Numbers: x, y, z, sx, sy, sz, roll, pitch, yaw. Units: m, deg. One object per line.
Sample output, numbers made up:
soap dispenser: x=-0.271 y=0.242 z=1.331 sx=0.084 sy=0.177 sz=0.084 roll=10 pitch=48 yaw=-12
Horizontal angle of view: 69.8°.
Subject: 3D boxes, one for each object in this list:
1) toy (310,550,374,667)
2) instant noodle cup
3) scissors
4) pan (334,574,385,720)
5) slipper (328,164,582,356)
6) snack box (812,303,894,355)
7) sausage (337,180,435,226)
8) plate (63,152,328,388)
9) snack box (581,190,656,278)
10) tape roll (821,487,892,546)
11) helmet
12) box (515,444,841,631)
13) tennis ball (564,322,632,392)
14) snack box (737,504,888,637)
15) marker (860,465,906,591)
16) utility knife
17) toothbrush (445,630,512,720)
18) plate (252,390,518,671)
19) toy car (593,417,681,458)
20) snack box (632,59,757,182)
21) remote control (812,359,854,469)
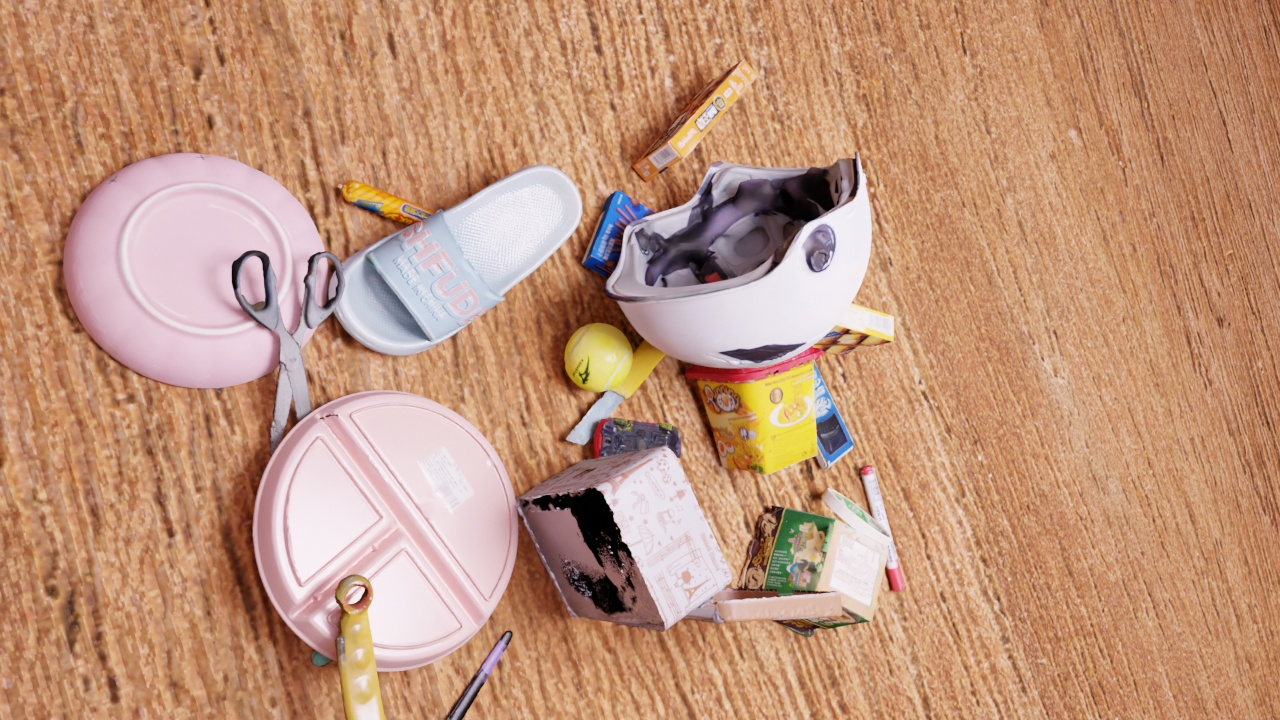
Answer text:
toy: x=-0.226 y=0.200 z=0.738 sx=0.096 sy=0.030 sz=0.092 roll=-26 pitch=91 yaw=-29
instant noodle cup: x=0.122 y=0.044 z=0.936 sx=0.115 sy=0.116 sz=0.124 roll=-16 pitch=100 yaw=-32
scissors: x=-0.279 y=-0.009 z=0.724 sx=0.163 sy=0.014 sz=0.164 roll=-53 pitch=127 yaw=-16
pan: x=-0.194 y=0.337 z=0.678 sx=0.197 sy=0.078 sz=0.357 roll=-7 pitch=103 yaw=-38
slipper: x=-0.148 y=-0.090 z=0.797 sx=0.245 sy=0.074 sz=0.104 roll=-37 pitch=109 yaw=-19
snack box: x=0.197 y=-0.041 z=1.006 sx=0.140 sy=0.087 sz=0.033 roll=15 pitch=72 yaw=-28
sausage: x=-0.192 y=-0.126 z=0.827 sx=0.165 sy=0.021 sz=0.021 roll=20 pitch=71 yaw=-26
plate: x=-0.339 y=-0.075 z=0.718 sx=0.192 sy=0.039 sz=0.192 roll=7 pitch=77 yaw=-30
snack box: x=0.024 y=-0.099 z=0.938 sx=0.157 sy=0.026 sz=0.084 roll=28 pitch=63 yaw=-18
tape roll: x=0.234 y=0.170 z=0.992 sx=0.085 sy=0.085 sz=0.014 roll=34 pitch=98 yaw=-21
helmet: x=0.100 y=-0.075 z=0.843 sx=0.257 sy=0.229 sz=0.146 roll=-47 pitch=124 yaw=-32
box: x=0.025 y=0.184 z=0.804 sx=0.269 sy=0.180 sz=0.136 roll=37 pitch=64 yaw=-19
tennis ball: x=-0.040 y=-0.003 z=0.868 sx=0.065 sy=0.066 sz=0.065 roll=7 pitch=77 yaw=-30
snack box: x=0.185 y=0.215 z=0.937 sx=0.117 sy=0.106 sz=0.118 roll=30 pitch=68 yaw=-24
marker: x=0.277 y=0.191 z=1.050 sx=0.017 sy=0.017 sz=0.145 roll=-13 pitch=87 yaw=-32
utility knife: x=-0.005 y=0.005 z=0.916 sx=0.033 sy=0.015 sz=0.222 roll=49 pitch=58 yaw=-14
toothbrush: x=-0.160 y=0.308 z=0.766 sx=0.014 sy=0.017 sz=0.188 roll=43 pitch=60 yaw=-17
plate: x=-0.194 y=0.133 z=0.747 sx=0.229 sy=0.028 sz=0.229 roll=16 pitch=64 yaw=-36
toy car: x=-0.002 y=0.083 z=0.894 sx=0.106 sy=0.031 sz=0.049 roll=9 pitch=82 yaw=-42
snack box: x=0.058 y=-0.254 z=0.970 sx=0.026 sy=0.075 sz=0.153 roll=46 pitch=61 yaw=-16
remote control: x=0.194 y=0.056 z=1.022 sx=0.048 sy=0.024 sz=0.125 roll=-30 pitch=95 yaw=-32
